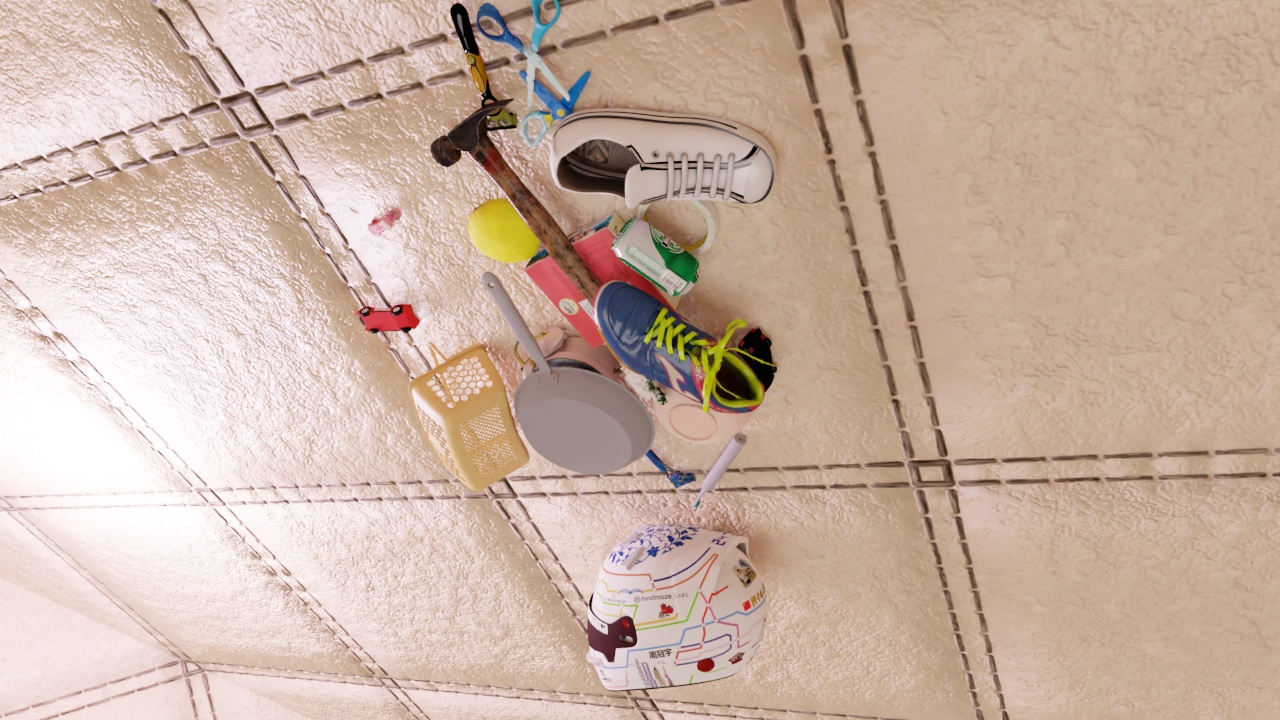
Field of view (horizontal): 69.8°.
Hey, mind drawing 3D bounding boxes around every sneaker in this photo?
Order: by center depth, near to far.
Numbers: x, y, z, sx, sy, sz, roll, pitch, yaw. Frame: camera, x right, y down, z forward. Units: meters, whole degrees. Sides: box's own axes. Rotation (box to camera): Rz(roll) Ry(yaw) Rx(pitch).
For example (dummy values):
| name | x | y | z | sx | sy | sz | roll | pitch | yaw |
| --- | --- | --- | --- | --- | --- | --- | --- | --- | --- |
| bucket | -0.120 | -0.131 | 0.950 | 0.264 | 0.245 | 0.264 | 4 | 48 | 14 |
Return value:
| name | x | y | z | sx | sy | sz | roll | pitch | yaw |
| --- | --- | --- | --- | --- | --- | --- | --- | --- | --- |
| sneaker | 0.019 | -0.201 | 0.967 | 0.245 | 0.097 | 0.091 | 11 | 136 | 4 |
| sneaker | 0.053 | -0.018 | 1.085 | 0.241 | 0.116 | 0.091 | 34 | 169 | -24 |

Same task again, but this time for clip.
| name | x | y | z | sx | sy | sz | roll | pitch | yaw |
| --- | --- | --- | --- | --- | --- | --- | --- | --- | --- |
| clip | -0.332 | -0.174 | 1.182 | 0.060 | 0.045 | 0.023 | -28 | 115 | 24 |

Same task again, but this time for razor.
| name | x | y | z | sx | sy | sz | roll | pitch | yaw |
| --- | --- | --- | --- | --- | --- | --- | --- | --- | --- |
| razor | -0.175 | -0.315 | 0.994 | 0.044 | 0.021 | 0.144 | 1 | 130 | 21 |
| razor | 0.021 | 0.146 | 1.367 | 0.141 | 0.018 | 0.044 | 43 | 133 | -21 |

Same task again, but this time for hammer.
| name | x | y | z | sx | sy | sz | roll | pitch | yaw |
| --- | --- | --- | --- | --- | --- | --- | --- | --- | --- |
| hammer | -0.097 | -0.146 | 1.068 | 0.120 | 0.033 | 0.330 | -24 | 115 | 36 |

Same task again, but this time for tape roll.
| name | x | y | z | sx | sy | sz | roll | pitch | yaw |
| --- | --- | --- | --- | --- | --- | --- | --- | --- | --- |
| tape roll | 0.042 | -0.160 | 1.059 | 0.094 | 0.019 | 0.094 | 11 | 135 | 11 |

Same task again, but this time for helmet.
| name | x | y | z | sx | sy | sz | roll | pitch | yaw |
| --- | --- | --- | --- | --- | --- | --- | --- | --- | --- |
| helmet | 0.040 | 0.374 | 1.430 | 0.315 | 0.230 | 0.236 | -16 | 93 | 28 |

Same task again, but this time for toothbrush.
| name | x | y | z | sx | sy | sz | roll | pitch | yaw |
| --- | --- | --- | --- | --- | --- | --- | --- | --- | --- |
| toothbrush | 0.111 | 0.168 | 1.353 | 0.019 | 0.018 | 0.188 | 25 | 136 | -1 |

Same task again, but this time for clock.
| name | x | y | z | sx | sy | sz | roll | pitch | yaw |
| --- | --- | --- | --- | --- | --- | --- | --- | --- | --- |
| clock | -0.102 | 0.015 | 1.259 | 0.158 | 0.058 | 0.117 | 24 | 136 | -2 |

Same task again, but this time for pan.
| name | x | y | z | sx | sy | sz | roll | pitch | yaw |
| --- | --- | --- | --- | --- | --- | --- | --- | --- | --- |
| pan | -0.116 | 0.033 | 1.211 | 0.201 | 0.050 | 0.357 | -11 | 130 | 29 |

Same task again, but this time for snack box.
| name | x | y | z | sx | sy | sz | roll | pitch | yaw |
| --- | --- | --- | --- | --- | --- | --- | --- | --- | --- |
| snack box | -0.047 | -0.096 | 1.141 | 0.145 | 0.040 | 0.142 | -21 | 122 | 36 |

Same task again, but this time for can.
| name | x | y | z | sx | sy | sz | roll | pitch | yaw |
| --- | --- | --- | --- | --- | --- | --- | --- | --- | --- |
| can | 0.019 | -0.118 | 1.055 | 0.101 | 0.053 | 0.053 | 34 | 135 | -13 |

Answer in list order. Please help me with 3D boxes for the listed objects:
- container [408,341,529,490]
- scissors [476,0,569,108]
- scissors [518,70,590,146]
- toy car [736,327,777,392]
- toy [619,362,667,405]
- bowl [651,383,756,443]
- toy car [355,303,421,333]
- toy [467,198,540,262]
| name | x | y | z | sx | sy | sz | roll | pitch | yaw |
| --- | --- | --- | --- | --- | --- | --- | --- | --- | --- |
| container | -0.256 | 0.076 | 1.335 | 0.167 | 0.129 | 0.184 | 41 | 154 | 42 |
| scissors | -0.123 | -0.326 | 0.960 | 0.119 | 0.014 | 0.129 | 14 | 131 | 11 |
| scissors | -0.087 | -0.272 | 1.008 | 0.125 | 0.013 | 0.131 | 42 | 130 | -21 |
| toy car | 0.145 | 0.002 | 1.163 | 0.036 | 0.042 | 0.092 | 19 | 142 | 37 |
| toy | -0.007 | 0.007 | 1.187 | 0.041 | 0.109 | 0.096 | -27 | 121 | -4 |
| bowl | 0.079 | 0.059 | 1.218 | 0.153 | 0.076 | 0.153 | 11 | 135 | 11 |
| toy car | -0.361 | -0.061 | 1.311 | 0.090 | 0.025 | 0.038 | 0 | 132 | 23 |
| toy | -0.167 | -0.158 | 1.128 | 0.094 | 0.041 | 0.096 | 35 | 135 | -21 |
